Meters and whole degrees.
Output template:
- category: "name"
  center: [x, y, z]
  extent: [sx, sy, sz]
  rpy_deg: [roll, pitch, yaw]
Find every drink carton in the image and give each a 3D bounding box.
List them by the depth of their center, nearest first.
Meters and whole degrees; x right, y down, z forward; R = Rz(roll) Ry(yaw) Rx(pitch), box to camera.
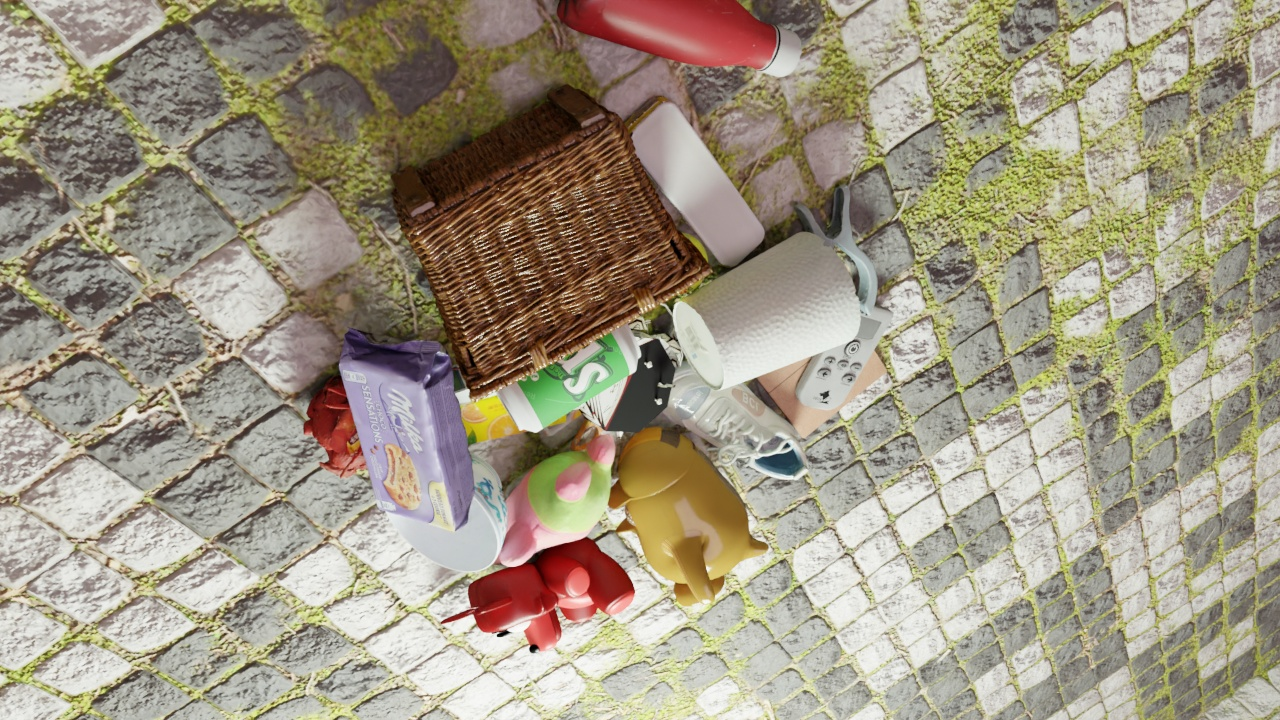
- category: "drink carton"
  center: [-0.149, 0.049, 0.991]
  extent: [0.134, 0.043, 0.059]
  rpy_deg: [-12, 128, -16]

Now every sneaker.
- category: "sneaker"
  center: [0.120, 0.079, 1.105]
  extent: [0.242, 0.090, 0.090]
  rpy_deg: [31, 105, -36]

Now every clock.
- category: "clock"
  center: [-0.006, 0.006, 1.001]
  extent: [0.114, 0.065, 0.154]
  rpy_deg: [33, 85, -37]

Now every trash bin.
- category: "trash bin"
  center: [0.130, -0.047, 0.987]
  extent: [0.161, 0.133, 0.133]
  rpy_deg: [-25, 128, -15]

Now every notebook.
- category: "notebook"
  center: [0.214, -0.003, 1.146]
  extent: [0.141, 0.008, 0.209]
  rpy_deg: [-39, 129, 3]

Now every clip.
- category: "clip"
  center: [0.243, -0.123, 1.053]
  extent: [0.127, 0.028, 0.167]
  rpy_deg: [-22, 118, -12]

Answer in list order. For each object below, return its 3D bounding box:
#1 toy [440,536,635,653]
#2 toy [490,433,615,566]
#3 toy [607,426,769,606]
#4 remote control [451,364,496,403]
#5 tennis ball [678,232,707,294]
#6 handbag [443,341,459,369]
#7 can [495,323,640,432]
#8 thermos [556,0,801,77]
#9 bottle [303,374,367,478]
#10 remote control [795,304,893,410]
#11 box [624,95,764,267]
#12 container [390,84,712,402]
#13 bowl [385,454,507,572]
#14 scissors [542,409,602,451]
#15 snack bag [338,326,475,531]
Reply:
- category: "toy"
  center: [-0.122, 0.285, 1.097]
  extent: [0.196, 0.120, 0.159]
  rpy_deg: [-11, 170, -32]
- category: "toy"
  center: [-0.111, 0.175, 1.042]
  extent: [0.237, 0.097, 0.191]
  rpy_deg: [-41, 177, 31]
- category: "toy"
  center: [0.040, 0.177, 1.105]
  extent: [0.163, 0.198, 0.203]
  rpy_deg: [-24, 111, 13]
- category: "remote control"
  center: [-0.149, 0.014, 0.962]
  extent: [0.143, 0.049, 0.024]
  rpy_deg: [-19, 128, -13]
- category: "tennis ball"
  center: [0.038, -0.102, 0.962]
  extent: [0.065, 0.065, 0.065]
  rpy_deg: [-12, 125, -18]
- category: "handbag"
  center: [-0.166, -0.015, 0.948]
  extent: [0.119, 0.029, 0.055]
  rpy_deg: [-21, 98, -3]
- category: "can"
  center: [-0.076, 0.004, 0.905]
  extent: [0.139, 0.088, 0.088]
  rpy_deg: [-32, 129, -10]
- category: "thermos"
  center: [0.044, -0.305, 0.825]
  extent: [0.239, 0.073, 0.073]
  rpy_deg: [7, 118, -29]
- category: "bottle"
  center: [-0.278, 0.058, 0.903]
  extent: [0.111, 0.099, 0.099]
  rpy_deg: [-40, 129, 4]
- category: "remote control"
  center: [0.252, -0.004, 1.143]
  extent: [0.074, 0.019, 0.151]
  rpy_deg: [12, 116, -31]
- category: "box"
  center: [0.056, -0.180, 0.944]
  extent: [0.064, 0.033, 0.209]
  rpy_deg: [-41, 130, 4]
- category: "container"
  center: [-0.094, -0.120, 0.835]
  extent: [0.250, 0.162, 0.183]
  rpy_deg: [-29, 124, -5]
- category: "bowl"
  center: [-0.195, 0.147, 0.981]
  extent: [0.074, 0.144, 0.144]
  rpy_deg: [-52, 150, -48]
- category: "scissors"
  center: [-0.062, 0.048, 1.050]
  extent: [0.096, 0.012, 0.133]
  rpy_deg: [15, 114, -32]
- category: "snack bag"
  center: [-0.207, 0.063, 0.840]
  extent: [0.058, 0.096, 0.206]
  rpy_deg: [-50, 146, -48]
